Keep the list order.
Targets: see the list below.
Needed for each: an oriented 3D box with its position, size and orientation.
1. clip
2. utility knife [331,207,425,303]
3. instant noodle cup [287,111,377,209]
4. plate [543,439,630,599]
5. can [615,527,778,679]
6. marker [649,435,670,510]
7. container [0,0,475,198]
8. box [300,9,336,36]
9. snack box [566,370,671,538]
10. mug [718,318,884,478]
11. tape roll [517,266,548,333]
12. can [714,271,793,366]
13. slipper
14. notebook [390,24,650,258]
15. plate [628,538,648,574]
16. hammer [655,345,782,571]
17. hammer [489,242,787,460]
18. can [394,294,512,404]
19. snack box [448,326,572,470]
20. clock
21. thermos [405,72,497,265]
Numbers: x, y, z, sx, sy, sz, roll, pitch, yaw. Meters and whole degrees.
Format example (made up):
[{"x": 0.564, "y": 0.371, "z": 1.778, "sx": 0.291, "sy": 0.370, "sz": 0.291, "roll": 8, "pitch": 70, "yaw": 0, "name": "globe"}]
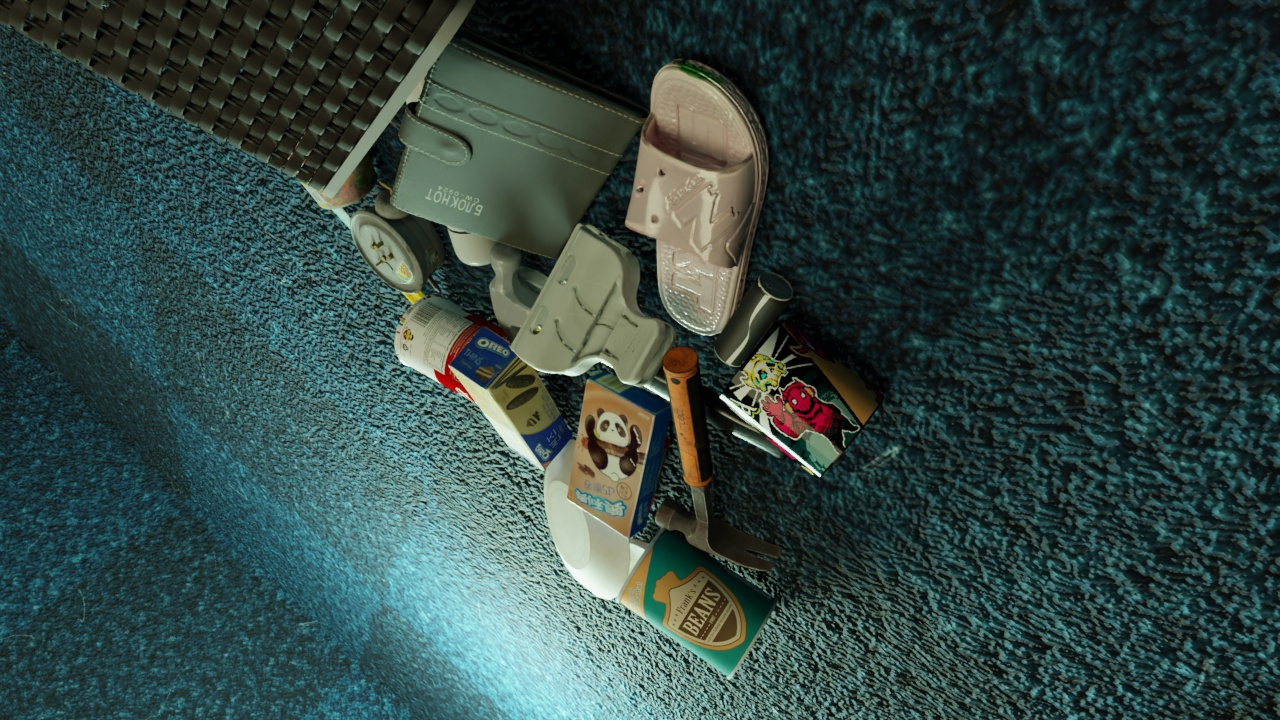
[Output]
[{"x": -0.046, "y": -0.039, "z": 0.761, "sx": 0.152, "sy": 0.099, "sz": 0.126, "roll": 41, "pitch": 106, "yaw": 43, "name": "clip"}, {"x": -0.293, "y": -0.109, "z": 1.065, "sx": 0.217, "sy": 0.019, "sz": 0.031, "roll": 51, "pitch": 136, "yaw": -3, "name": "utility knife"}, {"x": -0.318, "y": -0.216, "z": 0.919, "sx": 0.100, "sy": 0.100, "sz": 0.112, "roll": 17, "pitch": 144, "yaw": 34, "name": "instant noodle cup"}, {"x": -0.072, "y": 0.186, "z": 1.053, "sx": 0.189, "sy": 0.027, "sz": 0.189, "roll": 29, "pitch": 125, "yaw": 52, "name": "plate"}, {"x": 0.061, "y": 0.259, "z": 0.990, "sx": 0.144, "sy": 0.099, "sz": 0.099, "roll": 32, "pitch": 143, "yaw": 12, "name": "can"}, {"x": 0.010, "y": 0.123, "z": 0.982, "sx": 0.023, "sy": 0.021, "sz": 0.145, "roll": 54, "pitch": 151, "yaw": 29, "name": "marker"}, {"x": -0.220, "y": -0.284, "z": 0.552, "sx": 0.243, "sy": 0.246, "sz": 0.246, "roll": 32, "pitch": 145, "yaw": -23, "name": "container"}, {"x": -0.234, "y": -0.322, "z": 0.773, "sx": 0.093, "sy": 0.053, "sz": 0.232, "roll": 28, "pitch": 146, "yaw": -6, "name": "box"}, {"x": -0.023, "y": 0.095, "z": 0.932, "sx": 0.087, "sy": 0.034, "sz": 0.151, "roll": 27, "pitch": 121, "yaw": 29, "name": "snack box"}, {"x": 0.125, "y": 0.033, "z": 0.733, "sx": 0.098, "sy": 0.081, "sz": 0.118, "roll": 39, "pitch": 172, "yaw": 9, "name": "mug"}, {"x": -0.107, "y": -0.051, "z": 0.927, "sx": 0.094, "sy": 0.018, "sz": 0.094, "roll": 27, "pitch": 141, "yaw": 24, "name": "tape roll"}, {"x": 0.088, "y": -0.032, "z": 0.724, "sx": 0.031, "sy": 0.031, "sz": 0.081, "roll": 39, "pitch": 134, "yaw": 9, "name": "can"}, {"x": 0.038, "y": -0.102, "z": 0.688, "sx": 0.094, "sy": 0.064, "sz": 0.240, "roll": 26, "pitch": 143, "yaw": 25, "name": "slipper"}, {"x": -0.110, "y": -0.165, "z": 0.745, "sx": 0.169, "sy": 0.029, "sz": 0.210, "roll": 17, "pitch": 146, "yaw": -17, "name": "notebook"}, {"x": 0.012, "y": 0.248, "z": 1.102, "sx": 0.104, "sy": 0.026, "sz": 0.104, "roll": 26, "pitch": 141, "yaw": 24, "name": "plate"}, {"x": 0.063, "y": 0.099, "z": 0.848, "sx": 0.138, "sy": 0.034, "sz": 0.315, "roll": 23, "pitch": 149, "yaw": 25, "name": "hammer"}, {"x": -0.005, "y": 0.005, "z": 0.850, "sx": 0.324, "sy": 0.029, "sz": 0.127, "roll": 28, "pitch": 142, "yaw": 16, "name": "hammer"}, {"x": -0.195, "y": -0.011, "z": 0.998, "sx": 0.116, "sy": 0.086, "sz": 0.087, "roll": 26, "pitch": 141, "yaw": 24, "name": "can"}, {"x": -0.130, "y": 0.045, "z": 0.965, "sx": 0.056, "sy": 0.057, "sz": 0.207, "roll": 31, "pitch": 161, "yaw": 25, "name": "snack box"}, {"x": -0.258, "y": -0.132, "z": 0.967, "sx": 0.104, "sy": 0.056, "sz": 0.148, "roll": 32, "pitch": 145, "yaw": 18, "name": "clock"}, {"x": -0.168, "y": -0.186, "z": 0.822, "sx": 0.052, "sy": 0.052, "sz": 0.224, "roll": 20, "pitch": 138, "yaw": 32, "name": "thermos"}]
